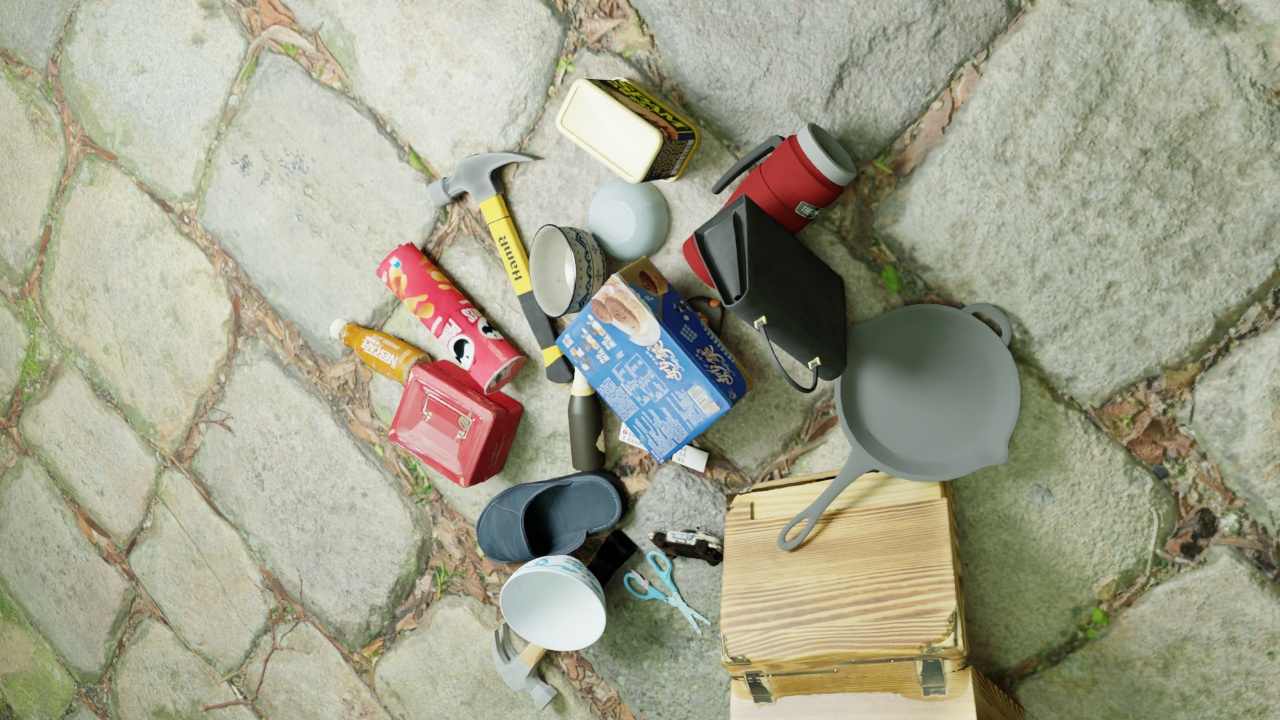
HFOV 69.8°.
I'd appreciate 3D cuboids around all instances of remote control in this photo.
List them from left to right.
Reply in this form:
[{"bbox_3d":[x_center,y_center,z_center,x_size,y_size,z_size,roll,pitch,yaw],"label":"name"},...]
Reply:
[{"bbox_3d":[0.030,0.111,1.194,0.124,0.011,0.028,20,112,21],"label":"remote control"}]

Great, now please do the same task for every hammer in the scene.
[{"bbox_3d":[-0.157,-0.121,1.216,0.170,0.034,0.324,-19,96,28],"label":"hammer"},{"bbox_3d":[-0.108,0.365,1.321,0.131,0.039,0.329,42,118,12],"label":"hammer"}]

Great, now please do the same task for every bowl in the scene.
[{"bbox_3d":[-0.109,0.311,1.234,0.144,0.074,0.144,6,121,9],"label":"bowl"},{"bbox_3d":[-0.085,-0.112,1.138,0.116,0.059,0.115,16,110,54],"label":"bowl"},{"bbox_3d":[-0.021,-0.172,1.126,0.106,0.039,0.106,7,107,25],"label":"bowl"}]

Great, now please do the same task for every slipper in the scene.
[{"bbox_3d":[-0.145,0.227,1.275,0.266,0.083,0.109,-22,95,31],"label":"slipper"}]

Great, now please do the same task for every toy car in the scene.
[{"bbox_3d":[0.063,0.238,1.197,0.113,0.040,0.048,1,144,32],"label":"toy car"}]

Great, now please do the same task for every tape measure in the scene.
[{"bbox_3d":[0.073,-0.049,1.117,0.059,0.038,0.058,12,110,9],"label":"tape measure"}]

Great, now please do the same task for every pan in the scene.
[{"bbox_3d":[0.273,0.083,1.019,0.216,0.024,0.355,44,104,18],"label":"pan"}]

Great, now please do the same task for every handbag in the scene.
[{"bbox_3d":[0.148,-0.044,0.948,0.072,0.195,0.175,-35,129,29],"label":"handbag"}]

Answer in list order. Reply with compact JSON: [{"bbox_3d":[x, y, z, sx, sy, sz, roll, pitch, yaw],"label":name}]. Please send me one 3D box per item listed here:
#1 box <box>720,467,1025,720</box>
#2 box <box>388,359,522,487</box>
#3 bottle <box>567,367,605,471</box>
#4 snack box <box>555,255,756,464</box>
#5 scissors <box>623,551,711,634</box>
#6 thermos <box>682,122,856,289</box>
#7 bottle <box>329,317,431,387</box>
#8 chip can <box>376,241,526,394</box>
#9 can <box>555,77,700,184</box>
[{"bbox_3d":[0.264,0.312,1.075,0.280,0.286,0.335,-13,56,30],"label":"box"},{"bbox_3d":[-0.259,0.087,1.296,0.157,0.097,0.130,30,111,20],"label":"box"},{"bbox_3d":[-0.075,0.053,1.209,0.045,0.045,0.185,4,107,26],"label":"bottle"},{"bbox_3d":[0.015,0.002,1.104,0.202,0.069,0.155,49,135,3],"label":"snack box"},{"bbox_3d":[0.047,0.310,1.245,0.142,0.015,0.095,27,114,11],"label":"scissors"},{"bbox_3d":[0.135,-0.177,1.026,0.199,0.083,0.108,-42,67,31],"label":"thermos"},{"bbox_3d":[-0.385,-0.016,1.342,0.167,0.059,0.059,26,114,22],"label":"bottle"},{"bbox_3d":[-0.262,-0.060,1.261,0.233,0.073,0.073,45,119,10],"label":"chip can"},{"bbox_3d":[-0.015,-0.266,1.060,0.135,0.104,0.075,38,117,13],"label":"can"}]
